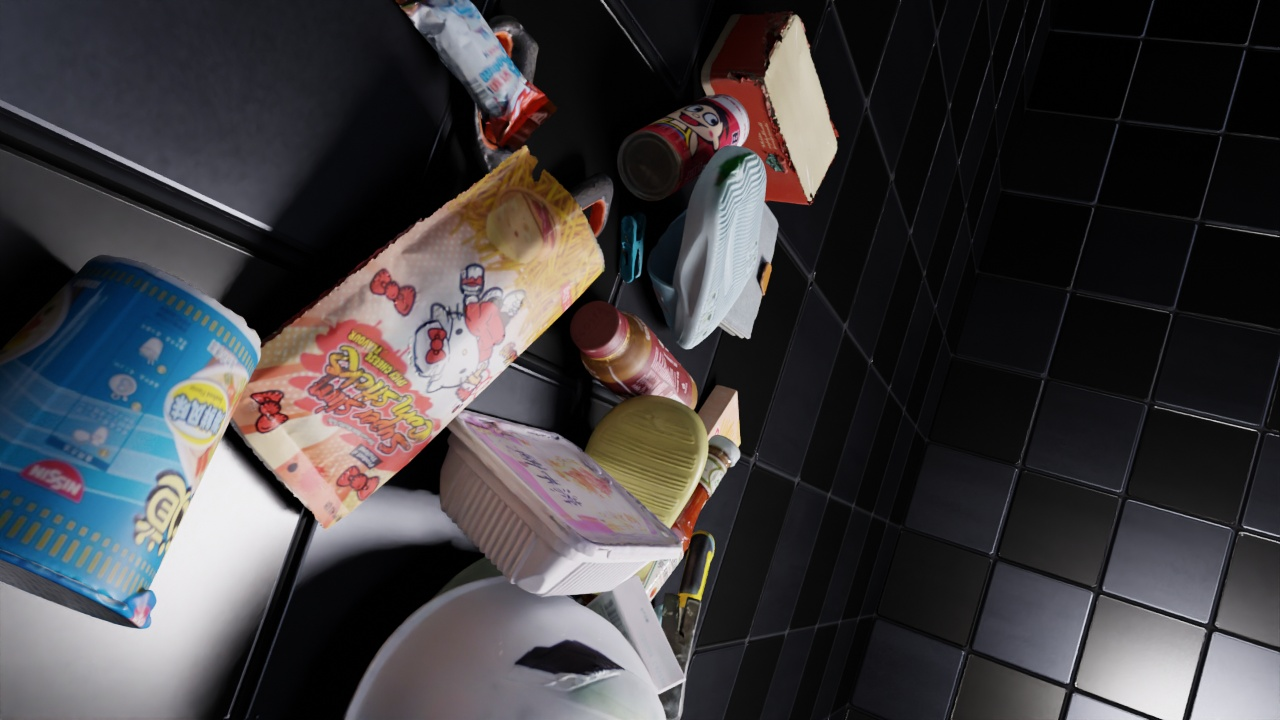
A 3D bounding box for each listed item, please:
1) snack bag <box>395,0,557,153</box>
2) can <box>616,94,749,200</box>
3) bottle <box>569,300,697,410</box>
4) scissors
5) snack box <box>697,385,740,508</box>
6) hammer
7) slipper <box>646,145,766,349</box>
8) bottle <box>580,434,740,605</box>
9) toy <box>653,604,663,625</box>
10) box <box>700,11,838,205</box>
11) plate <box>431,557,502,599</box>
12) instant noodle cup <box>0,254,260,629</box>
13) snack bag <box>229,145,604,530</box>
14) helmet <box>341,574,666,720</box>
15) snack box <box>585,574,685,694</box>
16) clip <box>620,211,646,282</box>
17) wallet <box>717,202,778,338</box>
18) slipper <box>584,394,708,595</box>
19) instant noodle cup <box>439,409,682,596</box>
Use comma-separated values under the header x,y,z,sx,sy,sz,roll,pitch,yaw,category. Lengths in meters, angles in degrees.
x,y,z,sx,sy,sz,roll,pitch,yaw,category
-0.087,-0.163,0.486,0.048,0.026,0.104,-56,129,-29,snack bag
0.037,-0.171,0.723,0.132,0.053,0.053,-41,139,-49,can
-0.004,0.004,0.735,0.057,0.057,0.175,-68,154,-13,bottle
-0.082,-0.094,0.562,0.229,0.022,0.221,-38,137,-48,scissors
0.061,0.107,0.964,0.156,0.026,0.085,-53,147,-37,snack box
0.046,0.236,0.884,0.322,0.032,0.126,-51,148,-76,hammer
0.048,-0.092,0.763,0.103,0.074,0.246,-54,166,-21,slipper
0.025,0.150,0.848,0.205,0.060,0.060,-48,145,-29,bottle
0.014,0.303,0.941,0.155,0.050,0.162,-62,162,-53,toy
0.128,-0.223,0.823,0.091,0.078,0.168,-63,144,-22,box
-0.122,0.254,0.678,0.229,0.027,0.230,-39,137,-50,plate
-0.196,0.026,0.330,0.099,0.099,0.109,68,36,-52,instant noodle cup
-0.115,-0.014,0.488,0.207,0.073,0.129,-46,145,-23,snack bag
-0.067,0.265,0.592,0.228,0.146,0.259,-59,150,-29,helmet
-0.017,0.231,0.735,0.026,0.084,0.157,-19,162,-25,snack box
-0.007,-0.090,0.728,0.046,0.014,0.057,-38,135,-54,clip
0.110,-0.093,0.935,0.106,0.037,0.129,26,80,-63,wallet
-0.009,0.104,0.754,0.081,0.091,0.191,-75,-174,-67,slipper
-0.059,0.103,0.615,0.060,0.138,0.173,-54,155,7,instant noodle cup
